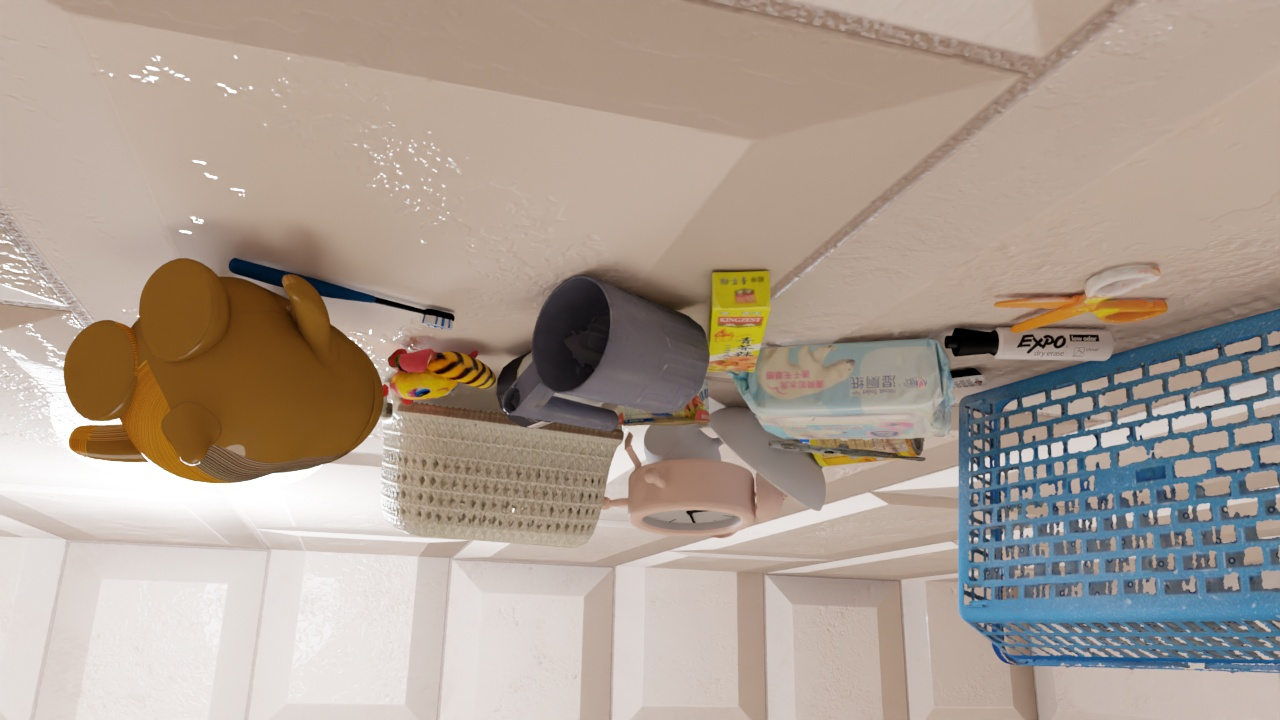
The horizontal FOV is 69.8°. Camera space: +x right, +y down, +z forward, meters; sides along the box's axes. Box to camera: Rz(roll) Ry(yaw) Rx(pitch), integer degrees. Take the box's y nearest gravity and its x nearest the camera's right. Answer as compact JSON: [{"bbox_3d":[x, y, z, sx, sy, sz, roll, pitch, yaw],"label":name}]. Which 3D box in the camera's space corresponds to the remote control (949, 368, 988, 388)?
[{"bbox_3d":[0.256,0.022,0.853,0.124,0.011,0.028,-9,160,29],"label":"remote control"}]

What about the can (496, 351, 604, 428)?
[{"bbox_3d":[-0.067,0.016,0.770,0.064,0.064,0.128,13,159,-34],"label":"can"}]

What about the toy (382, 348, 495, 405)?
[{"bbox_3d":[-0.178,0.012,0.802,0.103,0.046,0.084,-9,154,18],"label":"toy"}]

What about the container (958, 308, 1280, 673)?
[{"bbox_3d":[0.391,0.100,0.703,0.089,0.256,0.363,18,157,-25],"label":"container"}]

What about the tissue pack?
[{"bbox_3d":[0.175,0.029,0.789,0.182,0.070,0.112,-4,162,19],"label":"tissue pack"}]

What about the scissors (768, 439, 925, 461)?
[{"bbox_3d":[0.170,0.080,0.822,0.142,0.014,0.173,2,174,41],"label":"scissors"}]

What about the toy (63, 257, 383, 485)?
[{"bbox_3d":[-0.269,0.012,0.654,0.199,0.162,0.203,-34,161,12],"label":"toy"}]

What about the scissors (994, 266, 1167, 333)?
[{"bbox_3d":[0.316,-0.042,0.649,0.125,0.011,0.128,-1,161,2],"label":"scissors"}]

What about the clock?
[{"bbox_3d":[0.055,0.134,0.952,0.160,0.086,0.131,17,153,-18],"label":"clock"}]

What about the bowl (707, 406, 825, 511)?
[{"bbox_3d":[0.139,0.090,0.943,0.149,0.043,0.149,37,-172,-6],"label":"bowl"}]

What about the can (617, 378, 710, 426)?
[{"bbox_3d":[0.021,0.039,0.850,0.086,0.043,0.086,-2,173,0],"label":"can"}]

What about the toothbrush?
[{"bbox_3d":[-0.212,-0.047,0.667,0.167,0.014,0.014,14,170,-36],"label":"toothbrush"}]

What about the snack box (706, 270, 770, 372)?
[{"bbox_3d":[0.071,-0.026,0.688,0.040,0.029,0.148,0,162,3],"label":"snack box"}]

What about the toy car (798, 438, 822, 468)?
[{"bbox_3d":[0.184,0.097,1.013,0.033,0.061,0.092,3,162,-6],"label":"toy car"}]

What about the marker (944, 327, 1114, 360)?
[{"bbox_3d":[0.303,-0.013,0.718,0.126,0.025,0.025,1,163,1],"label":"marker"}]

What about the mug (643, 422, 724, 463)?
[{"bbox_3d":[0.057,0.092,1.020,0.107,0.071,0.089,-32,145,10],"label":"mug"}]

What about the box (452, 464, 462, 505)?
[{"bbox_3d":[-0.237,0.152,1.141,0.126,0.108,0.136,-14,158,36],"label":"box"}]

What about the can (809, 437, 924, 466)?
[{"bbox_3d":[0.223,0.067,0.908,0.105,0.067,0.067,-10,159,29],"label":"can"}]

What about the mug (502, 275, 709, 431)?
[{"bbox_3d":[-0.025,0.005,0.672,0.103,0.083,0.124,15,127,-43],"label":"mug"}]

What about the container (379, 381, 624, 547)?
[{"bbox_3d":[-0.149,0.109,0.941,0.246,0.142,0.185,9,174,-24],"label":"container"}]
